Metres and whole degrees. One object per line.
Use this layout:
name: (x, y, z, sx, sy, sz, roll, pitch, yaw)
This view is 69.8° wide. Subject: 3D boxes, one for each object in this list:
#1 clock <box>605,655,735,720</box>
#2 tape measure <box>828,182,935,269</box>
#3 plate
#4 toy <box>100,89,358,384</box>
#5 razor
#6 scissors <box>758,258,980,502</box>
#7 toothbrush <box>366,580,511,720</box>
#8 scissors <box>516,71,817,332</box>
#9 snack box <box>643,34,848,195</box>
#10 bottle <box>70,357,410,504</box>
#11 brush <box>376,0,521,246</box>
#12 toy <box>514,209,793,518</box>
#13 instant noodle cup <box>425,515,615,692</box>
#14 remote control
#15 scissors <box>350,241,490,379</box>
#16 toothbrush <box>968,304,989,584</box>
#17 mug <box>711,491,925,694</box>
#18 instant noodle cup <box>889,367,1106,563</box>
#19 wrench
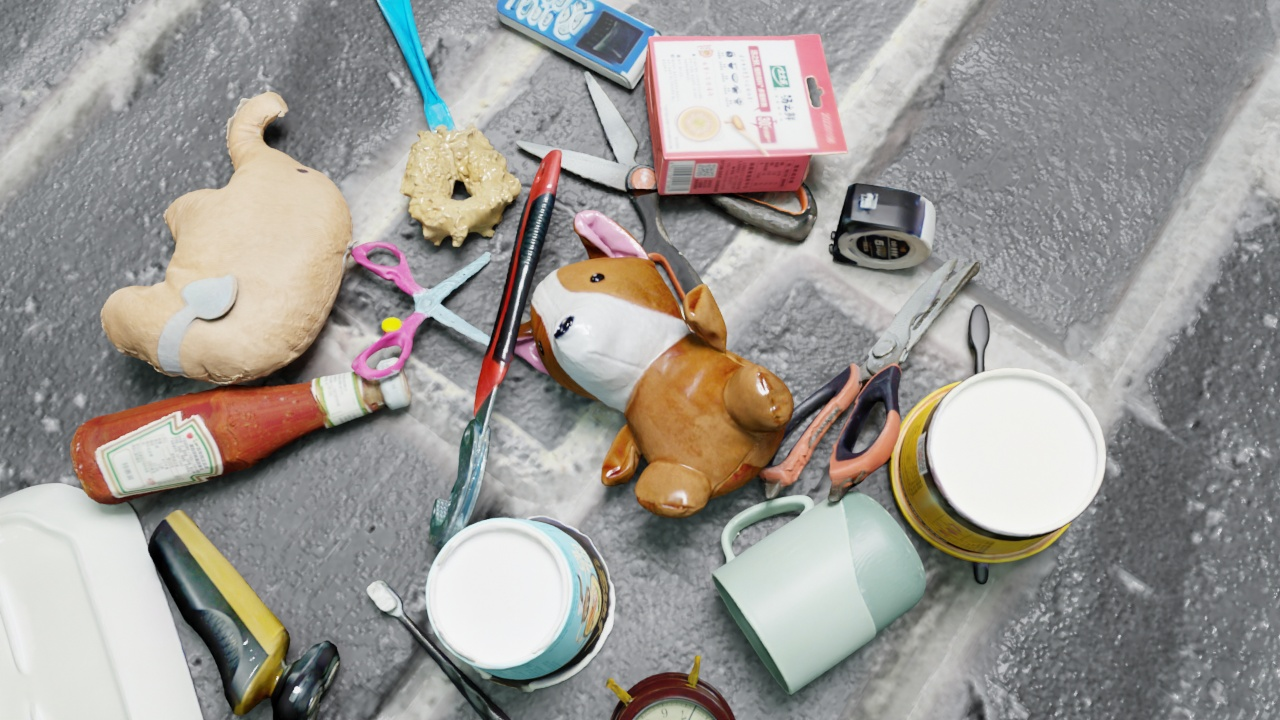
clock: (0.023, 0.242, 0.542, 0.082, 0.055, 0.122, -14, 76, -3)
tape measure: (0.167, -0.090, 0.628, 0.066, 0.066, 0.033, 11, 73, 5)
plate: (-0.373, 0.203, 0.572, 0.162, 0.034, 0.265, -24, 75, -6)
toy: (-0.263, -0.085, 0.628, 0.143, 0.083, 0.225, 13, 60, -2)
razor: (-0.253, 0.160, 0.578, 0.167, 0.062, 0.067, 44, 49, 18)
scissors: (0.162, 0.009, 0.599, 0.205, 0.198, 0.015, -30, 117, 16)
toothbrush: (-0.110, 0.205, 0.576, 0.181, 0.018, 0.015, 43, 76, 11)
scissors: (0.017, -0.113, 0.661, 0.221, 0.022, 0.227, 1, 75, 1)
snack box: (0.071, -0.176, 0.653, 0.127, 0.044, 0.113, -2, 63, -5)
bottle: (-0.257, 0.040, 0.605, 0.206, 0.060, 0.059, -16, 74, -10)
brush: (-0.158, -0.195, 0.683, 0.083, 0.046, 0.254, -20, 70, -6)
toy: (-0.003, 0.003, 0.580, 0.140, 0.130, 0.199, -48, 64, 13)
instant noodle cup: (-0.073, 0.140, 0.539, 0.111, 0.120, 0.111, 0, 74, 1)
remote control: (-0.048, -0.255, 0.701, 0.125, 0.024, 0.049, 30, 77, 10)
scissors: (-0.154, -0.040, 0.632, 0.134, 0.017, 0.133, 36, 59, 16)
toothbrush: (0.227, 0.054, 0.616, 0.014, 0.017, 0.188, 2, 77, 11)
mug: (0.103, 0.128, 0.566, 0.106, 0.082, 0.111, -33, 47, -7)
instant noodle cup: (0.213, 0.061, 0.549, 0.118, 0.114, 0.118, -3, 77, 12)
wrench: (-0.090, -0.013, 0.593, 0.016, 0.056, 0.273, 20, 77, -25)
